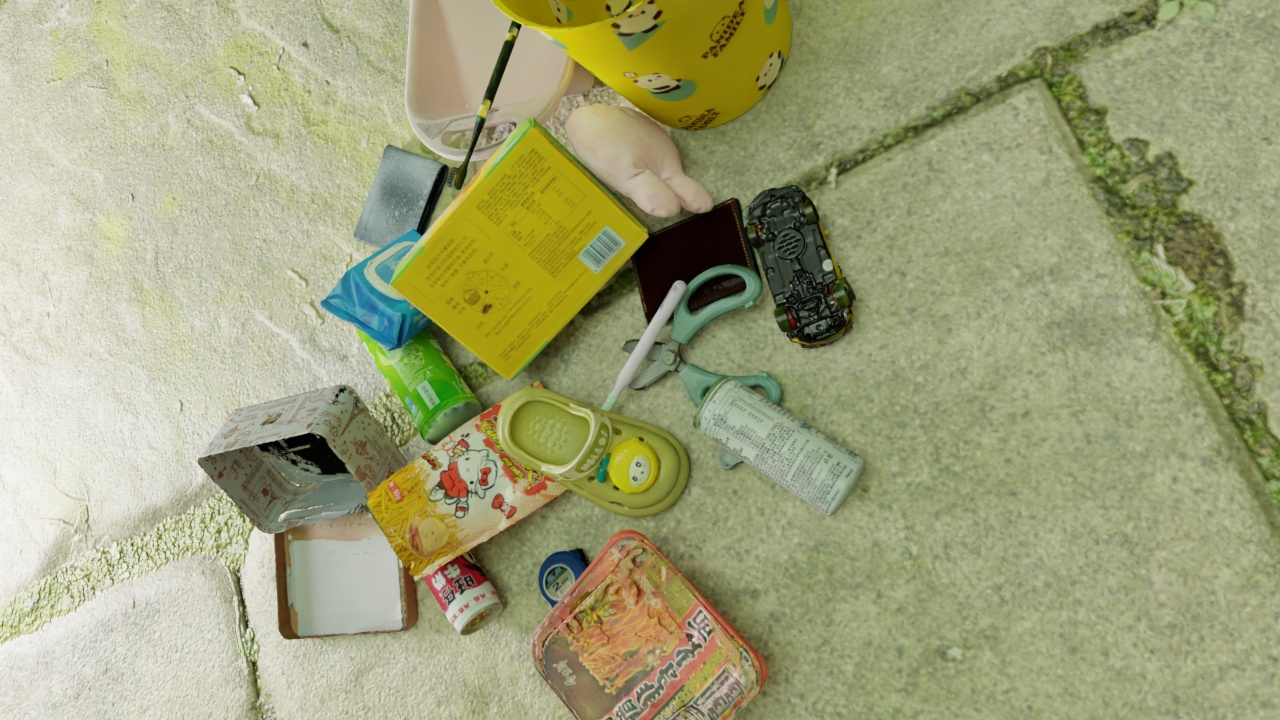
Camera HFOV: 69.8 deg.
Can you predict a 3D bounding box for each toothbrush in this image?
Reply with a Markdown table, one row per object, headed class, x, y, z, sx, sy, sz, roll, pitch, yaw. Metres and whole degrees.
| class | x | y | z | sx | sy | sz | roll | pitch | yaw |
| --- | --- | --- | --- | --- | --- | --- | --- | --- | --- |
| toothbrush | -0.005 | 0.005 | 0.886 | 0.029 | 0.021 | 0.189 | 40 | 108 | 30 |
| toothbrush | -0.155 | -0.257 | 0.916 | 0.017 | 0.012 | 0.185 | 14 | 82 | 38 |

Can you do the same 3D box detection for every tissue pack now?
| class | x | y | z | sx | sy | sz | roll | pitch | yaw |
| --- | --- | --- | --- | --- | --- | --- | --- | --- | --- |
| tissue pack | -0.251 | -0.078 | 0.970 | 0.095 | 0.156 | 0.052 | 33 | 135 | 9 |

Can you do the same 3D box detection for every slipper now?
| class | x | y | z | sx | sy | sz | roll | pitch | yaw |
| --- | --- | --- | --- | --- | --- | --- | --- | --- | --- |
| slipper | -0.049 | 0.086 | 0.854 | 0.190 | 0.081 | 0.091 | 22 | 91 | 5 |

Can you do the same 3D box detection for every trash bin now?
| class | x | y | z | sx | sy | sz | roll | pitch | yaw |
| --- | --- | --- | --- | --- | --- | --- | --- | --- | --- |
| trash bin | 0.015 | -0.345 | 0.831 | 0.230 | 0.255 | 0.229 | -5 | 78 | 25 |

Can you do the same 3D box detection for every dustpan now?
| class | x | y | z | sx | sy | sz | roll | pitch | yaw |
| --- | --- | --- | --- | --- | --- | --- | --- | --- | --- |
| dustpan | -0.155 | -0.350 | 0.952 | 0.223 | 0.138 | 0.273 | -7 | 101 | 25 |

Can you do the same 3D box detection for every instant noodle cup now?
| class | x | y | z | sx | sy | sz | roll | pitch | yaw |
| --- | --- | --- | --- | --- | --- | --- | --- | --- | --- |
| instant noodle cup | 0.008 | 0.264 | 0.817 | 0.189 | 0.079 | 0.164 | 44 | 99 | 24 |

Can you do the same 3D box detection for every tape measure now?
| class | x | y | z | sx | sy | sz | roll | pitch | yaw |
| --- | --- | --- | --- | --- | --- | --- | --- | --- | --- |
| tape measure | -0.071 | 0.212 | 0.894 | 0.058 | 0.025 | 0.054 | -45 | 63 | 7 |

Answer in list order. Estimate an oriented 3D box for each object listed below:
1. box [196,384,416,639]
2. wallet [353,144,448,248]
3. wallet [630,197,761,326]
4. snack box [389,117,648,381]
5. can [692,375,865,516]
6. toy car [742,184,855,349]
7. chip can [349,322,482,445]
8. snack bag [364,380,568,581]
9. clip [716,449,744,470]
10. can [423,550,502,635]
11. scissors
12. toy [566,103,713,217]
| class | x | y | z | sx | sy | sz | roll | pitch | yaw |
| --- | --- | --- | --- | --- | --- | --- | --- | --- | --- |
| box | -0.344 | 0.167 | 0.995 | 0.179 | 0.124 | 0.274 | -12 | 103 | 22 |
| wallet | -0.282 | -0.186 | 1.075 | 0.097 | 0.019 | 0.121 | 23 | 92 | 29 |
| wallet | 0.051 | -0.096 | 0.899 | 0.122 | 0.020 | 0.096 | -21 | 68 | 21 |
| snack box | -0.119 | -0.108 | 0.905 | 0.157 | 0.070 | 0.210 | 41 | 102 | -19 |
| can | 0.120 | 0.073 | 0.802 | 0.147 | 0.058 | 0.058 | 32 | 94 | 19 |
| toy car | 0.146 | -0.088 | 0.839 | 0.071 | 0.041 | 0.155 | -24 | 73 | 19 |
| chip can | -0.252 | -0.007 | 0.995 | 0.073 | 0.072 | 0.221 | -44 | 65 | 11 |
| snack bag | -0.160 | 0.117 | 0.909 | 0.207 | 0.073 | 0.128 | -33 | 65 | -10 |
| clip | 0.097 | 0.083 | 0.845 | 0.057 | 0.029 | 0.024 | -32 | 70 | 6 |
| can | -0.195 | 0.211 | 0.936 | 0.053 | 0.053 | 0.132 | -45 | 65 | 11 |
| scissors | 0.062 | -0.024 | 0.868 | 0.173 | 0.019 | 0.179 | 17 | 99 | 27 |
| toy | -0.001 | -0.192 | 0.888 | 0.159 | 0.121 | 0.054 | 53 | 133 | 26 |
